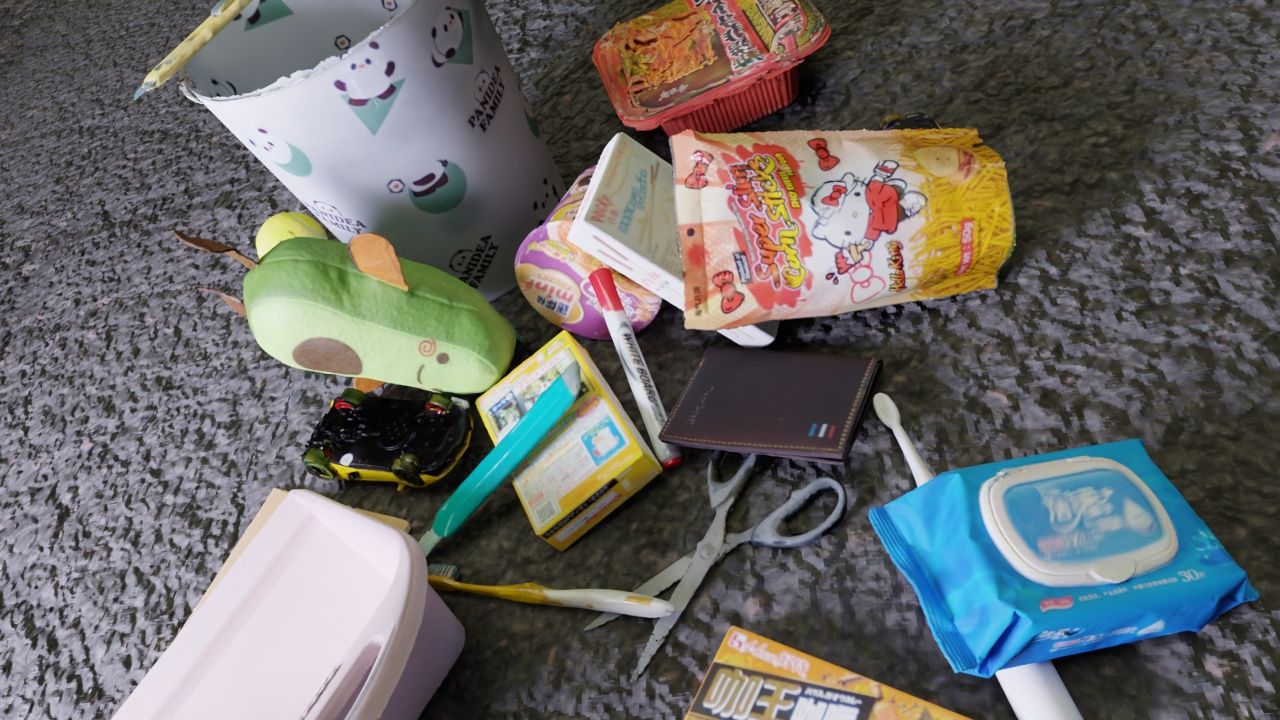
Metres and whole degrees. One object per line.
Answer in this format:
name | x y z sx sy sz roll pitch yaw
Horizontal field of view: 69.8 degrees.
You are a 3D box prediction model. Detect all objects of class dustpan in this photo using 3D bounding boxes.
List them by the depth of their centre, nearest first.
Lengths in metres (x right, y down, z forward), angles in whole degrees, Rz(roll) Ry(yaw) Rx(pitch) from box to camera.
dustpan | -0.224 0.172 0.532 0.274 0.139 0.222 16 61 28

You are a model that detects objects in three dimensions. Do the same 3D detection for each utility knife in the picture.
utility knife | -0.105 0.080 0.610 0.205 0.013 0.029 -47 45 9
utility knife | -0.315 -0.244 0.675 0.031 0.018 0.164 11 63 42

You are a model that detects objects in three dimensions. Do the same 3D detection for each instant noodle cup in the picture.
instant noodle cup | -0.025 -0.087 0.690 0.112 0.112 0.099 -3 42 24
instant noodle cup | 0.060 -0.260 0.804 0.189 0.079 0.164 -22 46 7

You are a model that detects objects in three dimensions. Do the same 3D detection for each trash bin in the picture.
trash bin | -0.191 -0.185 0.745 0.230 0.252 0.229 -14 48 15

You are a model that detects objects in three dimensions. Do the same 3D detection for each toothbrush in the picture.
toothbrush | 0.169 0.099 0.485 0.027 0.026 0.220 -29 45 13
toothbrush | -0.063 0.141 0.568 0.192 0.016 0.018 -2 47 29

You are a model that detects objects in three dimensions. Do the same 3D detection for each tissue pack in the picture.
tissue pack | 0.198 0.090 0.437 0.157 0.052 0.094 -9 46 -8

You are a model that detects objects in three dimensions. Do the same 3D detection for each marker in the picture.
marker | -0.004 0.004 0.616 0.017 0.017 0.145 -23 73 7

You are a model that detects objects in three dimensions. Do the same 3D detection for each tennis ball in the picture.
tennis ball | -0.335 -0.110 0.883 0.065 0.065 0.065 -14 48 16

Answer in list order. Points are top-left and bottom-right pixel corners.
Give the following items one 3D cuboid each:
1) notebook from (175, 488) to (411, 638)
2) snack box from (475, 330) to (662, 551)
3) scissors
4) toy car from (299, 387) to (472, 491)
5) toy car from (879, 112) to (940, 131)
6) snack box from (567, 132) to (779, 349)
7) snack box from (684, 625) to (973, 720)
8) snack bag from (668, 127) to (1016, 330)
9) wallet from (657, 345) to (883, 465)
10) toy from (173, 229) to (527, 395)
notebook | -0.263 0.190 0.637 0.148 0.008 0.207 6 56 30
snack box | -0.053 0.050 0.625 0.087 0.034 0.140 -39 47 4
scissors | 0.045 0.109 0.549 0.175 0.014 0.159 -12 49 19
toy car | -0.188 0.061 0.684 0.156 0.041 0.071 0 53 28
toy car | 0.167 -0.137 0.679 0.123 0.037 0.056 -30 42 18
snack box | 0.033 -0.079 0.624 0.027 0.156 0.084 -36 29 53
snack box | 0.097 0.191 0.444 0.154 0.026 0.075 13 59 34
snack bag | 0.125 -0.090 0.590 0.208 0.073 0.128 -5 89 -5
wallet | 0.083 0.026 0.582 0.122 0.020 0.096 4 38 30
toy | -0.202 -0.031 0.661 0.246 0.227 0.089 13 65 -10
